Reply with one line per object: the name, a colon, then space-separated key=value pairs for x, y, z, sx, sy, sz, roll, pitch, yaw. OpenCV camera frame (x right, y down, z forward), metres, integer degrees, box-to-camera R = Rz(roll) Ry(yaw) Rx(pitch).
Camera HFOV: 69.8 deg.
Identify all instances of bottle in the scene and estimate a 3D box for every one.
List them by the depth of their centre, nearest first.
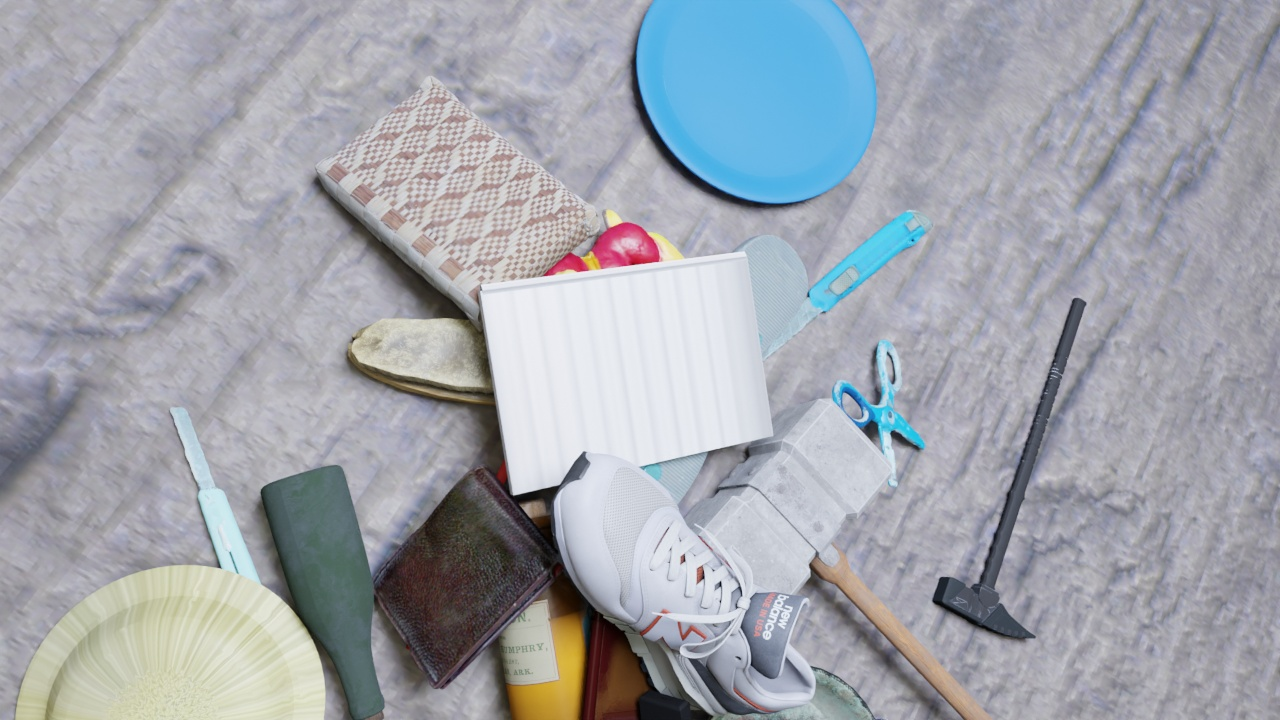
bottle: x=-0.205 y=0.160 z=0.619 sx=0.055 sy=0.055 sz=0.174 roll=-16 pitch=86 yaw=-19
bottle: x=-0.069 y=0.177 z=0.649 sx=0.067 sy=0.068 sz=0.157 roll=-9 pitch=83 yaw=-18

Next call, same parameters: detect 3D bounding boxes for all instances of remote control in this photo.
remote control: x=0.024 y=0.304 z=0.646 sx=0.013 sy=0.034 sz=0.150 roll=-24 pitch=112 yaw=-52

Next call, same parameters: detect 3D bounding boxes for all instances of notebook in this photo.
notebook: x=-0.004 y=0.004 z=0.659 sx=0.209 sy=0.009 sz=0.142 roll=-10 pitch=93 yaw=-25

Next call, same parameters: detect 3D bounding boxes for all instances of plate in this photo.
plate: x=-0.298 y=0.225 z=0.578 sx=0.184 sy=0.036 sz=0.184 roll=1 pitch=84 yaw=-13
plate: x=0.101 y=-0.241 z=0.801 sx=0.224 sy=0.024 sz=0.224 roll=3 pitch=79 yaw=-16

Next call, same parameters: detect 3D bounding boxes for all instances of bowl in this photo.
bowl: x=0.108 y=0.310 z=0.694 sx=0.157 sy=0.039 sz=0.157 roll=3 pitch=79 yaw=-16

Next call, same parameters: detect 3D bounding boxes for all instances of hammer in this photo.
hammer: x=0.186 y=0.199 z=0.715 sx=0.317 sy=0.083 sz=0.162 roll=46 pitch=71 yaw=-4
hammer: x=0.356 y=0.086 z=0.824 sx=0.095 sy=0.015 sz=0.324 roll=29 pitch=73 yaw=-10

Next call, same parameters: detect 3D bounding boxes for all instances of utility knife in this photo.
utility knife: x=-0.288 y=0.108 z=0.627 sx=0.022 sy=0.015 sz=0.166 roll=-22 pitch=84 yaw=-13
utility knife: x=0.179 y=-0.069 z=0.799 sx=0.221 sy=0.015 sz=0.031 roll=-39 pitch=88 yaw=-18

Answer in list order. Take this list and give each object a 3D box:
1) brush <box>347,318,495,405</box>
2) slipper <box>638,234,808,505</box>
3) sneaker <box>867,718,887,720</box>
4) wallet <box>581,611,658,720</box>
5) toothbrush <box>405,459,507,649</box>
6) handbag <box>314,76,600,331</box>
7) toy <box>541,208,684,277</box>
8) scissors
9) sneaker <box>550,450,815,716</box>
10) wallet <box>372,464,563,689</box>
brush: x=-0.115 y=0.001 z=0.674 sx=0.195 sy=0.043 sz=0.059 roll=8 pitch=75 yaw=-8
slipper: x=0.032 y=0.009 z=0.709 sx=0.098 sy=0.055 sz=0.268 roll=42 pitch=74 yaw=-23
sneaker: x=0.115 y=0.341 z=0.619 sx=0.232 sy=0.091 sz=0.118 roll=-24 pitch=92 yaw=-20
wallet: x=-0.003 y=0.226 z=0.649 sx=0.115 sy=0.018 sz=0.091 roll=24 pitch=69 yaw=-55
toothbrush: x=-0.120 y=0.113 z=0.675 sx=0.018 sy=0.012 sz=0.212 roll=26 pitch=74 yaw=-11
handbag: x=-0.133 y=-0.117 z=0.678 sx=0.186 sy=0.047 sz=0.124 roll=41 pitch=69 yaw=15
toy: x=-0.022 y=-0.065 z=0.713 sx=0.137 sy=0.067 sz=0.105 roll=-2 pitch=84 yaw=-24
scissors: x=0.197 y=0.038 z=0.758 sx=0.139 sy=0.011 sz=0.133 roll=22 pitch=61 yaw=-41
sneaker: x=0.044 y=0.153 z=0.596 sx=0.088 sy=0.124 sz=0.240 roll=-57 pitch=134 yaw=-38
wallet: x=-0.119 y=0.145 z=0.622 sx=0.120 sy=0.031 sz=0.099 roll=-47 pitch=58 yaw=1
